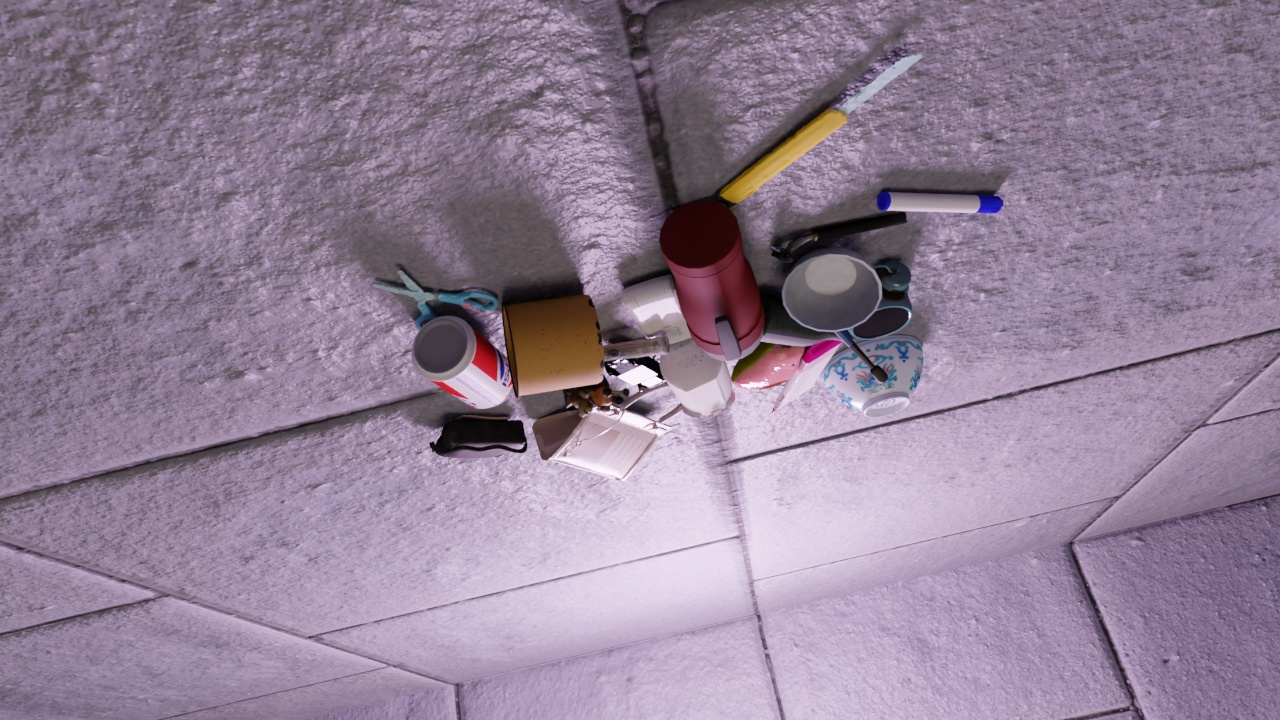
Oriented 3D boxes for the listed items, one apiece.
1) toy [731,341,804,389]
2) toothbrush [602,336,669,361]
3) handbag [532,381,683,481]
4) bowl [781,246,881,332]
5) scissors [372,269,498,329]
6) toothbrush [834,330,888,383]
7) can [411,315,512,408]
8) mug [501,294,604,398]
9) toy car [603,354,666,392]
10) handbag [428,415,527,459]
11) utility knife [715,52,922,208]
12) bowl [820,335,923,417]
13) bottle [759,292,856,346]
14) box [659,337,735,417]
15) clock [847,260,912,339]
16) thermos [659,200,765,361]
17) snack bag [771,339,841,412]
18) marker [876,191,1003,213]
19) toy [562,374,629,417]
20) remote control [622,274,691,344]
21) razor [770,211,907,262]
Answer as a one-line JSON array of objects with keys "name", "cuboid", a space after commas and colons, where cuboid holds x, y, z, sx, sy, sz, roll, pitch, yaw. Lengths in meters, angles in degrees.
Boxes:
[{"name": "toy", "cuboid": [0.165, 0.000, 1.162, 0.090, 0.051, 0.110, -8, 152, -20]}, {"name": "toothbrush", "cuboid": [-0.057, -0.007, 1.064, 0.186, 0.022, 0.024, -7, -163, 17]}, {"name": "handbag", "cuboid": [-0.016, 0.083, 1.265, 0.198, 0.062, 0.175, -35, 147, 22]}, {"name": "bowl", "cuboid": [0.209, -0.084, 1.006, 0.106, 0.039, 0.106, 5, 133, 5]}, {"name": "scissors", "cuboid": [-0.220, -0.057, 0.932, 0.140, 0.015, 0.111, 16, 145, -38]}, {"name": "toothbrush", "cuboid": [0.235, -0.032, 1.072, 0.014, 0.014, 0.167, -44, 106, 7]}, {"name": "can", "cuboid": [-0.187, 0.005, 0.985, 0.070, 0.070, 0.132, -16, 160, 8]}, {"name": "mug", "cuboid": [-0.094, -0.019, 0.976, 0.094, 0.100, 0.124, -9, -166, -12]}, {"name": "toy car", "cuboid": [-0.007, 0.006, 1.120, 0.046, 0.034, 0.112, -25, 151, 23]}, {"name": "handbag", "cuboid": [-0.215, 0.109, 1.213, 0.128, 0.054, 0.079, 2, 154, -32]}, {"name": "utility knife", "cuboid": [0.151, -0.197, 0.805, 0.030, 0.019, 0.224, 6, 153, -44]}, {"name": "bowl", "cuboid": [0.331, 0.033, 1.274, 0.144, 0.074, 0.144, -10, 154, -5]}, {"name": "bottle", "cuboid": [0.197, -0.042, 1.092, 0.174, 0.055, 0.055, 7, 148, -37]}, {"name": "box", "cuboid": [0.075, 0.027, 1.139, 0.080, 0.089, 0.143, -27, 155, 3]}, {"name": "clock", "cuboid": [0.272, -0.072, 1.066, 0.090, 0.053, 0.124, -18, 150, 10]}, {"name": "thermos", "cuboid": [0.079, -0.065, 0.935, 0.084, 0.108, 0.199, -15, 152, 7]}, {"name": "snack bag", "cuboid": [0.226, 0.011, 1.232, 0.070, 0.016, 0.197, -29, 160, -21]}, {"name": "marker", "cuboid": [0.308, -0.162, 0.941, 0.141, 0.020, 0.020, -2, 152, -20]}, {"name": "toy", "cuboid": [-0.053, 0.042, 1.124, 0.100, 0.062, 0.076, 3, 153, 46]}, {"name": "remote control", "cuboid": [0.024, -0.053, 1.027, 0.060, 0.025, 0.138, -17, 156, 9]}, {"name": "razor", "cuboid": [0.207, -0.133, 0.957, 0.144, 0.022, 0.042, -17, -164, -1]}]
